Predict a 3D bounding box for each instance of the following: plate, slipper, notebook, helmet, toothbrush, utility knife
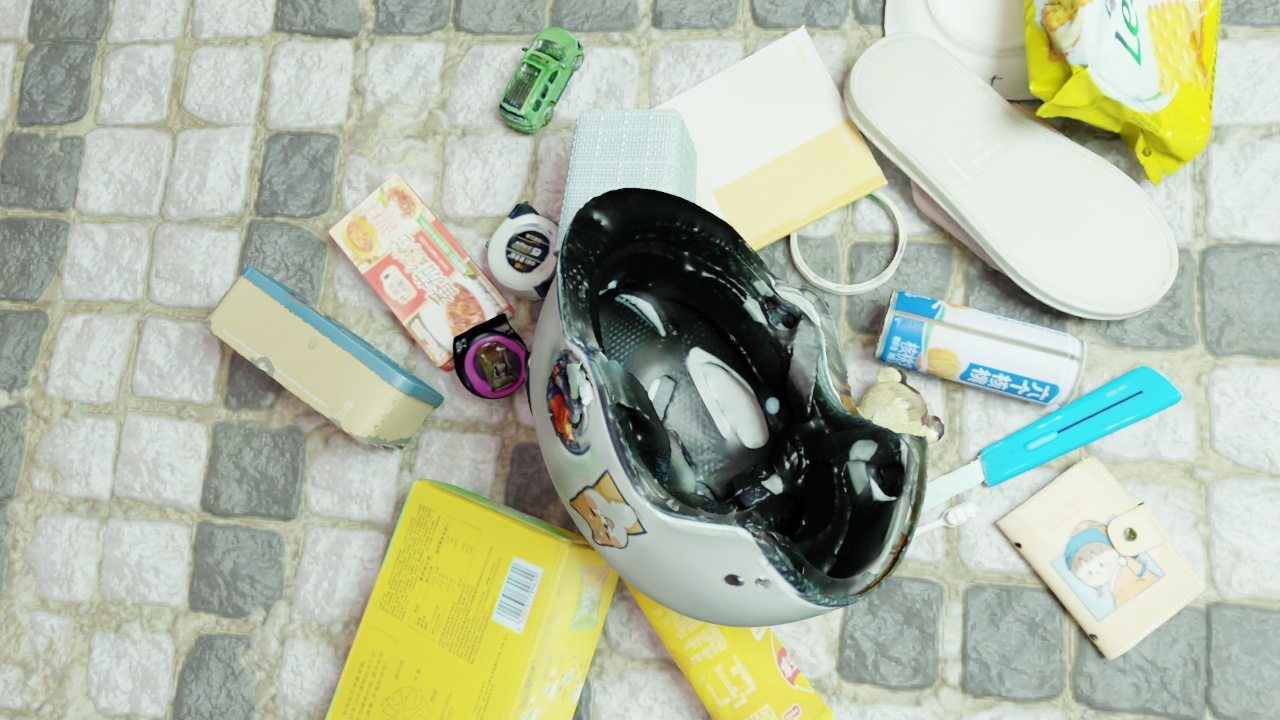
[{"bbox_3d":[0.272,-0.280,0.703,0.164,0.034,0.163,1,81,9],"label":"plate"},{"bbox_3d":[0.261,-0.132,0.667,0.274,0.054,0.114,42,88,10],"label":"slipper"},{"bbox_3d":[0.064,-0.150,0.712,0.206,0.010,0.145,-26,77,9],"label":"notebook"},{"bbox_3d":[0.030,0.045,0.565,0.274,0.229,0.157,53,130,14],"label":"helmet"},{"bbox_3d":[0.155,0.140,0.653,0.180,0.016,0.016,-23,75,4],"label":"toothbrush"},{"bbox_3d":[0.273,0.064,0.650,0.218,0.018,0.034,-27,78,4],"label":"utility knife"}]

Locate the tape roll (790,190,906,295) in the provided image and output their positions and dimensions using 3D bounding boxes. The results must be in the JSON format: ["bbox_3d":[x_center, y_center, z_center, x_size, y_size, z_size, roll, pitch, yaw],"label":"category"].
[{"bbox_3d":[0.157,-0.092,0.696,0.086,0.014,0.085,-1,80,8],"label":"tape roll"}]

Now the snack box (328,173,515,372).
[{"bbox_3d":[-0.176,-0.071,0.737,0.075,0.025,0.153,-41,77,-1],"label":"snack box"}]

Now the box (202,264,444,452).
[{"bbox_3d":[-0.236,0.004,0.701,0.184,0.090,0.062,32,85,10],"label":"box"}]

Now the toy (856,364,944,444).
[{"bbox_3d":[0.134,0.069,0.651,0.157,0.066,0.105,-34,65,9],"label":"toy"}]

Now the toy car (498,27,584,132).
[{"bbox_3d":[-0.082,-0.231,0.748,0.043,0.036,0.091,26,81,13],"label":"toy car"}]

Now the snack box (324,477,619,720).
[{"bbox_3d":[-0.119,0.203,0.628,0.158,0.070,0.210,13,82,36],"label":"snack box"}]

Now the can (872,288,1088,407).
[{"bbox_3d":[0.237,-0.009,0.649,0.135,0.053,0.053,16,82,11],"label":"can"}]

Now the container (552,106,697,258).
[{"bbox_3d":[-0.006,-0.119,0.676,0.090,0.090,0.111,3,80,14],"label":"container"}]

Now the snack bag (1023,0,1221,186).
[{"bbox_3d":[0.335,-0.260,0.642,0.158,0.068,0.246,15,78,-31],"label":"snack bag"}]

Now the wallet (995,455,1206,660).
[{"bbox_3d":[0.316,0.131,0.629,0.087,0.024,0.115,-38,75,6],"label":"wallet"}]

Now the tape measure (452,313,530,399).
[{"bbox_3d":[-0.113,0.000,0.696,0.057,0.039,0.058,-25,114,-8],"label":"tape measure"}]

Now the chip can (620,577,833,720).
[{"bbox_3d":[0.041,0.174,0.636,0.072,0.072,0.213,-36,77,1],"label":"chip can"}]

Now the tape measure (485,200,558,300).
[{"bbox_3d":[-0.086,-0.082,0.722,0.066,0.033,0.066,38,85,15],"label":"tape measure"}]
